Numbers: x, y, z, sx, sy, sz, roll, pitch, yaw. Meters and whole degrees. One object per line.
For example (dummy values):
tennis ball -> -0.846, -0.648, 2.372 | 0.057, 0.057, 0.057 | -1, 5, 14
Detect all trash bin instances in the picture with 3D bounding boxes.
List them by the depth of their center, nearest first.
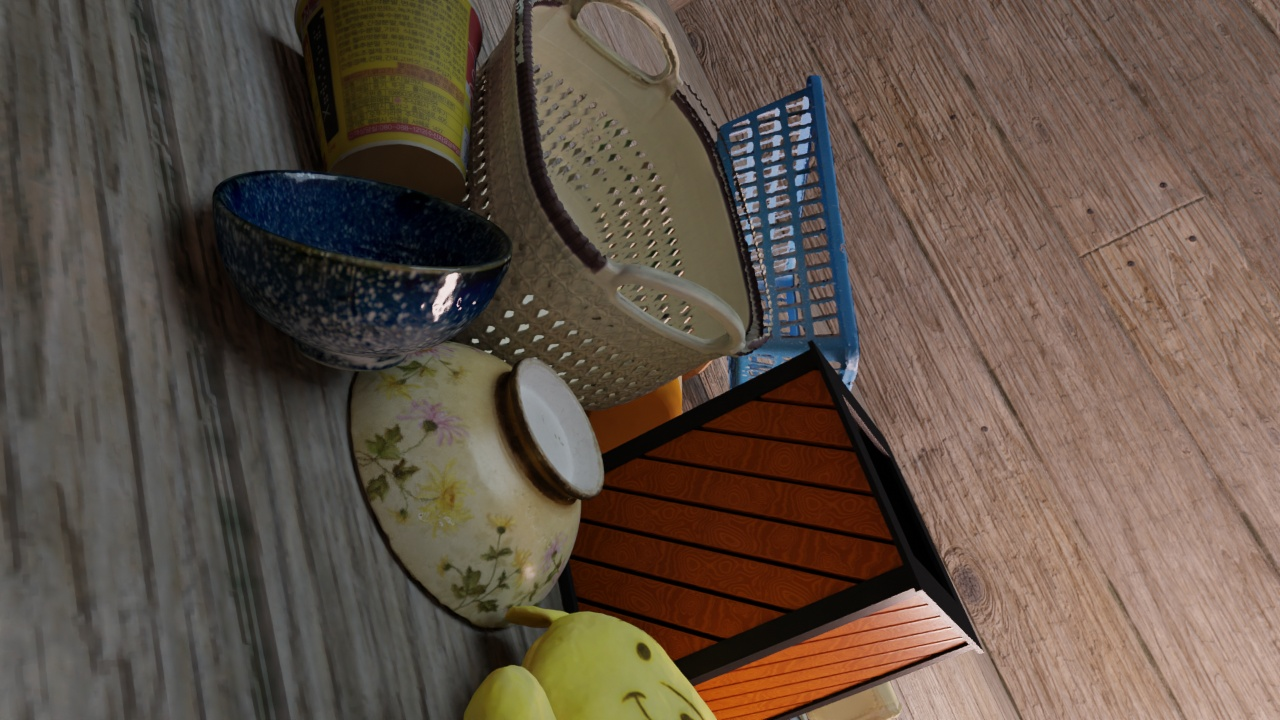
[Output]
trash bin -> 0.065, 0.113, 0.510 | 0.139, 0.172, 0.139 | 42, 25, -50

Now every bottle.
bottle -> -0.004, 0.004, 0.668 | 0.068, 0.068, 0.156 | 55, 17, -22

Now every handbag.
handbag -> 0.150, 0.240, 0.746 | 0.119, 0.081, 0.111 | 64, 9, 12

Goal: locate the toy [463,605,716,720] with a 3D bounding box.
toy -> -0.020, 0.167, 0.326 | 0.149, 0.084, 0.213 | 59, 14, 2

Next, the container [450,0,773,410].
container -> -0.030, -0.092, 0.546 | 0.184, 0.144, 0.251 | 28, 40, -39

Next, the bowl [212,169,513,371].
bowl -> -0.114, -0.032, 0.374 | 0.114, 0.061, 0.114 | 14, 22, -6

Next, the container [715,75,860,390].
container -> 0.122, -0.048, 0.849 | 0.362, 0.089, 0.256 | 76, 11, -67

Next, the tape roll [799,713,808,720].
tape roll -> 0.100, 0.262, 0.655 | 0.094, 0.018, 0.093 | 54, 17, -26

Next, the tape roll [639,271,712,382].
tape roll -> 0.021, -0.028, 0.752 | 0.094, 0.094, 0.027 | 62, 16, 1

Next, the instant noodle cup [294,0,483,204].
instant noodle cup -> -0.128, -0.133, 0.481 | 0.100, 0.100, 0.112 | 36, 39, -57

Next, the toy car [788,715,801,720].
toy car -> 0.075, 0.231, 0.588 | 0.048, 0.041, 0.112 | -22, 75, -34

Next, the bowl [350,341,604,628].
bowl -> -0.062, 0.043, 0.429 | 0.145, 0.063, 0.145 | 53, 18, -26

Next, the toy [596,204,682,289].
toy -> 0.017, -0.102, 0.856 | 0.134, 0.108, 0.105 | 47, 44, -42
